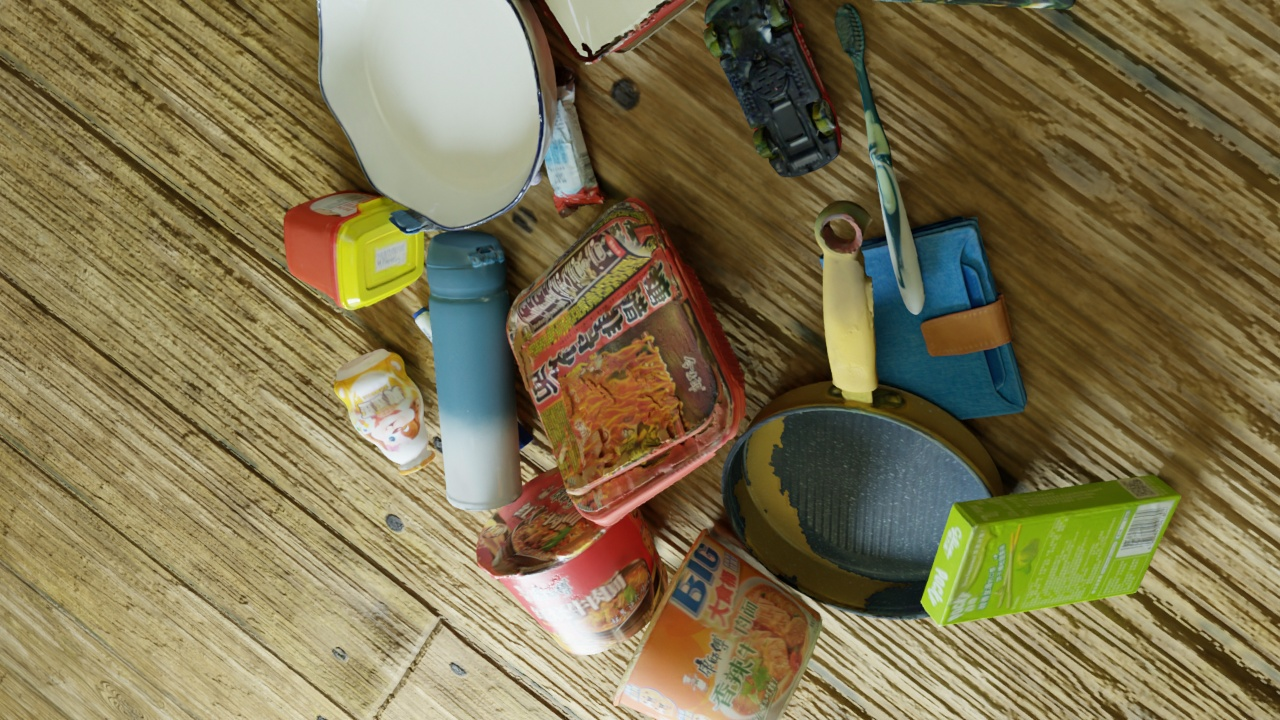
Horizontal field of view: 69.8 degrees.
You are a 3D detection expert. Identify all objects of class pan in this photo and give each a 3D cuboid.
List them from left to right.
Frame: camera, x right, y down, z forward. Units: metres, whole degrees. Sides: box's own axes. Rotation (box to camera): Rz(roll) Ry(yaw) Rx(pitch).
[{"bbox_3d":[0.139,0.047,0.594,0.198,0.078,0.358,8,128,23],"label":"pan"}]

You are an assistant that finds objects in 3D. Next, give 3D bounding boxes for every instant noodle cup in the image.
[{"bbox_3d":[-0.047,0.161,0.748,0.138,0.137,0.108,-15,117,30],"label":"instant noodle cup"},{"bbox_3d":[-0.004,0.004,0.646,0.165,0.079,0.188,-37,66,35],"label":"instant noodle cup"},{"bbox_3d":[0.062,0.221,0.699,0.111,0.151,0.152,27,123,11],"label":"instant noodle cup"}]

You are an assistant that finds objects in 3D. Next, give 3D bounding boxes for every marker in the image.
[{"bbox_3d":[-0.142,0.015,0.779,0.017,0.016,0.146,-33,98,34],"label":"marker"}]

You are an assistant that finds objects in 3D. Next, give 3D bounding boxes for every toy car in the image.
[{"bbox_3d":[0.082,-0.173,0.561,0.053,0.045,0.120,-17,114,29],"label":"toy car"}]

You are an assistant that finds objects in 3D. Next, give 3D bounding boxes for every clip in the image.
[{"bbox_3d":[-0.166,-0.108,0.704,0.024,0.056,0.028,37,124,19],"label":"clip"}]

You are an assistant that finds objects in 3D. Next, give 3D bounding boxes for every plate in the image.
[{"bbox_3d":[-0.139,-0.194,0.635,0.205,0.045,0.205,18,126,27],"label":"plate"}]

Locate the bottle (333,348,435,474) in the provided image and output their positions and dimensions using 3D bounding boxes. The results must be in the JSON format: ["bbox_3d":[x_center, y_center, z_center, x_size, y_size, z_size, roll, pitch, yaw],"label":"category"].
[{"bbox_3d":[-0.219,0.046,0.803,0.063,0.063,0.108,-16,108,30],"label":"bottle"}]

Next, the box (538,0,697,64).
[{"bbox_3d":[-0.040,-0.272,0.548,0.092,0.078,0.168,-27,102,33],"label":"box"}]

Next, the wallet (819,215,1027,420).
[{"bbox_3d":[0.185,-0.020,0.599,0.107,0.040,0.133,-11,111,33],"label":"wallet"}]

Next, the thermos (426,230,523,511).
[{"bbox_3d":[-0.132,0.008,0.731,0.070,0.070,0.221,6,109,22],"label":"thermos"}]

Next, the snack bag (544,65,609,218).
[{"bbox_3d":[-0.055,-0.153,0.647,0.045,0.026,0.105,0,114,35],"label":"snack bag"}]

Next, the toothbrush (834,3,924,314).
[{"bbox_3d":[0.145,-0.120,0.555,0.016,0.018,0.191,-11,97,35],"label":"toothbrush"}]

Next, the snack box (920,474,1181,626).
[{"bbox_3d":[0.261,0.121,0.587,0.156,0.026,0.086,-5,121,-16],"label":"snack box"}]

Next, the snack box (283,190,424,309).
[{"bbox_3d":[-0.225,-0.094,0.720,0.080,0.091,0.082,21,122,22],"label":"snack box"}]

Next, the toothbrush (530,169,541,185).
[{"bbox_3d":[-0.101,-0.215,0.642,0.029,0.021,0.189,25,135,58],"label":"toothbrush"}]

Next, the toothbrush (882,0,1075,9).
[{"bbox_3d":[0.150,-0.211,0.528,0.186,0.017,0.012,11,132,20],"label":"toothbrush"}]
